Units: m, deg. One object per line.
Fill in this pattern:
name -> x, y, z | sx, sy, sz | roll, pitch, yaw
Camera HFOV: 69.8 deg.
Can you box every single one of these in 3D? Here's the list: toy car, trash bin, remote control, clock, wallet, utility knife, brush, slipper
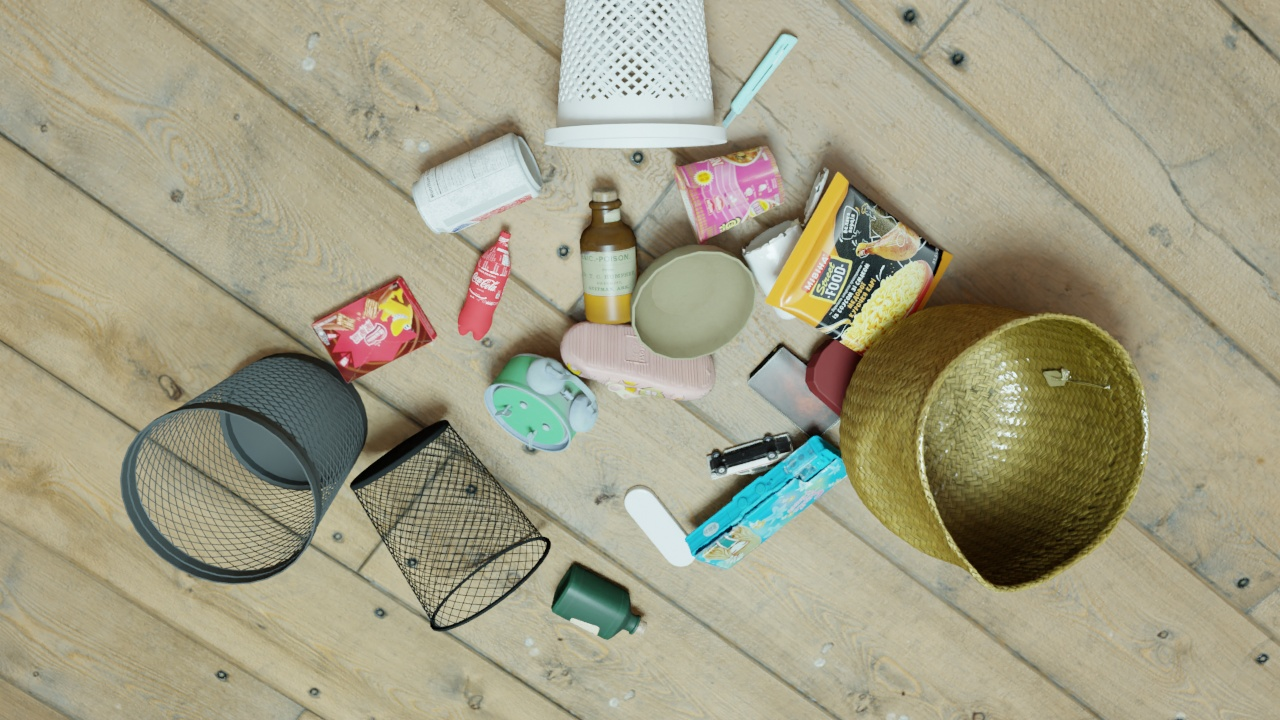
toy car -> 0.145, 0.130, 1.197 | 0.113, 0.039, 0.039 | -18, 128, 9
trash bin -> -0.461, 0.115, 1.117 | 0.218, 0.227, 0.218 | 1, 110, 2
remote control -> 0.027, 0.226, 1.247 | 0.043, 0.013, 0.136 | -34, 105, 14
trash bin -> -0.006, -0.332, 0.968 | 0.195, 0.195, 0.200 | 0, 100, 3
clock -> -0.117, 0.052, 1.119 | 0.122, 0.075, 0.162 | 47, 143, -20
wallet -> 0.202, 0.041, 1.169 | 0.123, 0.019, 0.072 | 39, 107, -11
utility knife -> 0.132, -0.319, 1.047 | 0.022, 0.015, 0.126 | 23, 114, -39
trash bin -> -0.249, 0.201, 1.172 | 0.184, 0.183, 0.210 | -31, 100, 12
brush -> 0.279, 0.045, 1.143 | 0.173, 0.042, 0.082 | 40, 78, -11
slipper -> -0.007, 0.007, 1.141 | 0.197, 0.093, 0.082 | 13, 147, -12

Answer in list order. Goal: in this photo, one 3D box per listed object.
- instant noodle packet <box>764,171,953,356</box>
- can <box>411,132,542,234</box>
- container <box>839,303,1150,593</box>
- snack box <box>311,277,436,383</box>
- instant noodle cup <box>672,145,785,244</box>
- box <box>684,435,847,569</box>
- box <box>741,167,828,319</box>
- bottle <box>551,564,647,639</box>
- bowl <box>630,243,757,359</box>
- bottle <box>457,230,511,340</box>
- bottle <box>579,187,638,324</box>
instant noodle packet -> 0.257, -0.094, 1.058 | 0.220, 0.032, 0.160 | 25, 97, -33
can -> -0.189, -0.204, 1.068 | 0.136, 0.078, 0.078 | -22, 107, 10
container -> 0.388, 0.081, 1.045 | 0.306, 0.197, 0.307 | -3, 100, -21
snack box -> -0.338, -0.038, 1.165 | 0.133, 0.021, 0.089 | -25, 106, 11
instant noodle cup -> 0.104, -0.197, 1.054 | 0.108, 0.097, 0.098 | -20, 108, 2
box -> 0.168, 0.190, 1.193 | 0.227, 0.041, 0.094 | -41, 140, 15
box -> 0.192, -0.136, 1.074 | 0.142, 0.083, 0.140 | -29, 105, 24
bottle -> -0.052, 0.342, 1.267 | 0.131, 0.061, 0.061 | 30, 111, -8
bowl -> 0.057, -0.076, 1.083 | 0.152, 0.050, 0.153 | -9, 129, -11
bottle -> -0.188, -0.093, 1.127 | 0.042, 0.041, 0.142 | 21, 109, -5
bottle -> -0.038, -0.126, 1.095 | 0.068, 0.067, 0.157 | -2, 110, 3
